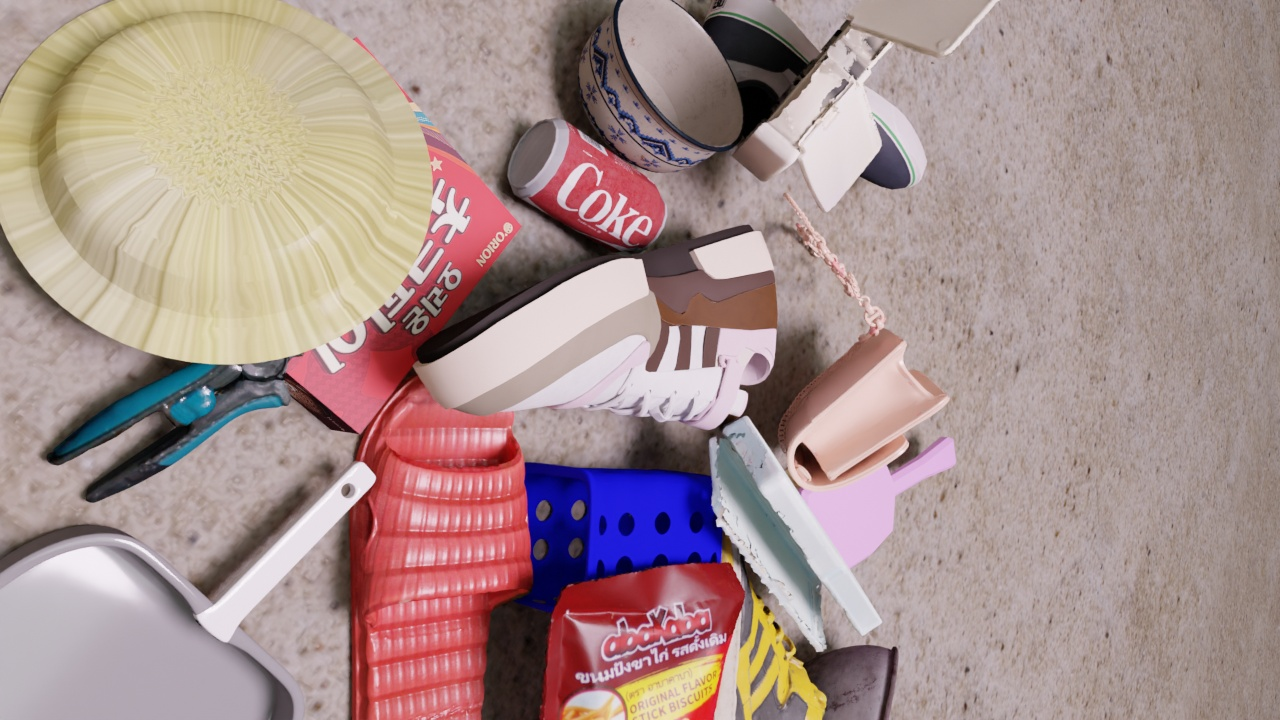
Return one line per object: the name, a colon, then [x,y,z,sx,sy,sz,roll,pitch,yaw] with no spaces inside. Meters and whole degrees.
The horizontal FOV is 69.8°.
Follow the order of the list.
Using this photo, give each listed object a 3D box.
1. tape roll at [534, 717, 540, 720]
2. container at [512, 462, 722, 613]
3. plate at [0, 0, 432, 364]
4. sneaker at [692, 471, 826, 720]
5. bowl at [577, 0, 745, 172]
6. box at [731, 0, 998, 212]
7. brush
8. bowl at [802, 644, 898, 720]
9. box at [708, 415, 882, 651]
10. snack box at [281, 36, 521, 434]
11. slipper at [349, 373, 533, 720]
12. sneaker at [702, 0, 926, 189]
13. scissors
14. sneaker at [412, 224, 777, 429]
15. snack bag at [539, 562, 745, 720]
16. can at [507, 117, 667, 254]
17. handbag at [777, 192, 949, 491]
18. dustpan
tape roll: [-0.050,0.274,0.581,0.093,0.030,0.093,-1,91,-42]
container: [-0.015,0.109,0.574,0.113,0.085,0.085,8,85,-42]
plate: [-0.183,-0.093,0.405,0.184,0.036,0.184,5,75,-20]
sneaker: [0.071,0.199,0.648,0.122,0.086,0.238,4,89,-39]
bowl: [0.007,-0.172,0.593,0.115,0.059,0.115,24,52,-36]
box: [0.138,-0.166,0.555,0.081,0.181,0.143,40,92,-5]
brush: [0.194,0.110,0.785,0.228,0.043,0.089,-19,103,-40]
bowl: [0.149,0.284,0.712,0.145,0.067,0.145,15,89,-75]
box: [0.104,0.119,0.618,0.199,0.073,0.085,53,39,-40]
snack box: [-0.155,-0.063,0.479,0.132,0.036,0.151,49,61,-31]
slipper: [-0.107,0.122,0.510,0.103,0.059,0.248,8,87,-42]
sneaker: [0.129,-0.179,0.704,0.235,0.084,0.079,27,82,-33]
scissors: [-0.200,0.010,0.418,0.135,0.019,0.130,11,106,-31]
sneaker: [-0.003,0.003,0.543,0.293,0.112,0.116,-22,91,-55]
snack bag: [-0.008,0.219,0.535,0.138,0.067,0.208,5,95,-36]
can: [-0.031,-0.107,0.576,0.096,0.054,0.054,27,73,-39]
handbag: [0.119,-0.009,0.677,0.187,0.117,0.198,52,11,1]
dustpan: [-0.223,0.141,0.424,0.256,0.033,0.163,-50,121,-29]
